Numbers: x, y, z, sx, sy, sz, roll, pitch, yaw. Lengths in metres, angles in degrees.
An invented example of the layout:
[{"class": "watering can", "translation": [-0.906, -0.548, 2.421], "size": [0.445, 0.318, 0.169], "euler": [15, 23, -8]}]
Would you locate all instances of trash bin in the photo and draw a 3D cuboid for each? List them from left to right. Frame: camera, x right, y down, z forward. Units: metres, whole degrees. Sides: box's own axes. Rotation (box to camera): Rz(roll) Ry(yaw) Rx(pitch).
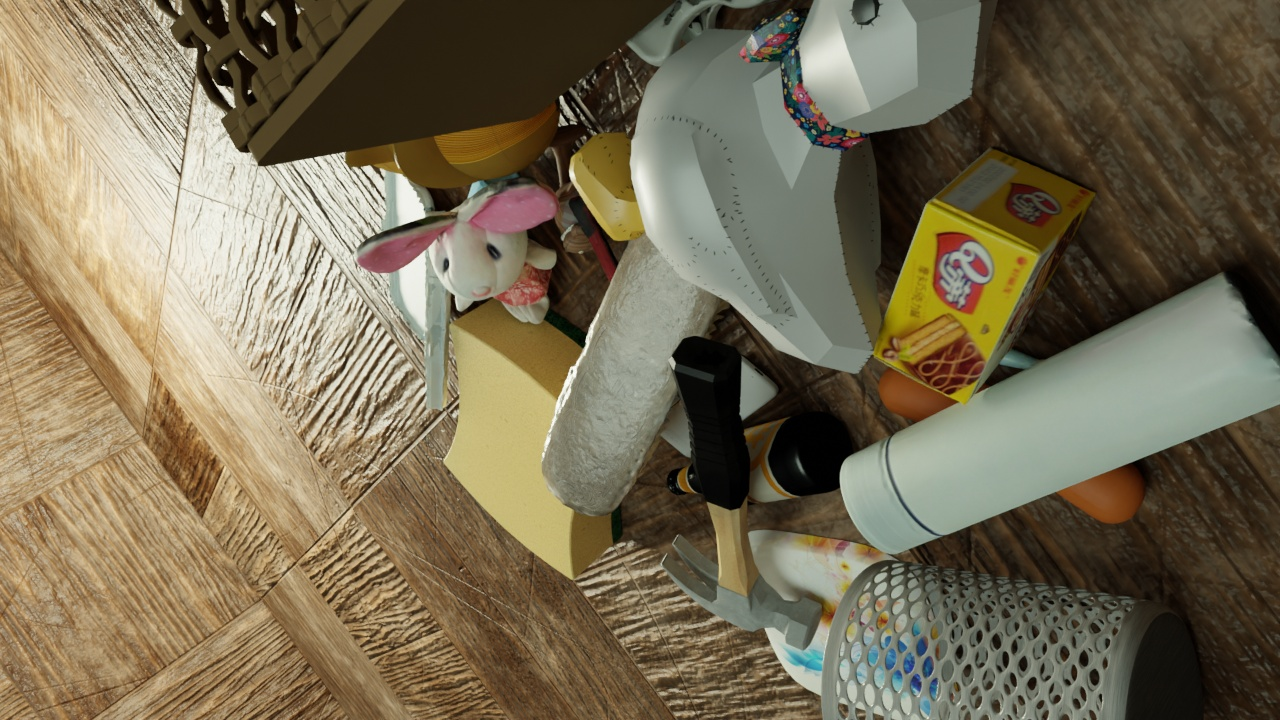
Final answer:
[{"class": "trash bin", "translation": [0.237, 0.216, 0.587], "size": [0.184, 0.156, 0.156], "euler": [-5, 115, 46]}]

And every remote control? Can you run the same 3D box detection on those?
[{"class": "remote control", "translation": [0.059, 0.040, 0.750], "size": [0.045, 0.008, 0.147], "euler": [40, 143, -3]}]

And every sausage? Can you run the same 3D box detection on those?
[{"class": "sausage", "translation": [0.222, 0.044, 0.558], "size": [0.164, 0.039, 0.045], "euler": [30, 135, 28]}]

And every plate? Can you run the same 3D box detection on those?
[{"class": "plate", "translation": [0.170, 0.230, 0.782], "size": [0.187, 0.016, 0.187], "euler": [-1, 117, 48]}]

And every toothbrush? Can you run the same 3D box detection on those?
[{"class": "toothbrush", "translation": [0.219, 0.000, 0.546], "size": [0.155, 0.022, 0.016], "euler": [23, 91, 34]}]

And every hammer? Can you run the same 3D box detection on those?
[{"class": "hammer", "translation": [0.064, 0.107, 0.679], "size": [0.131, 0.039, 0.329], "euler": [18, 144, 26]}]

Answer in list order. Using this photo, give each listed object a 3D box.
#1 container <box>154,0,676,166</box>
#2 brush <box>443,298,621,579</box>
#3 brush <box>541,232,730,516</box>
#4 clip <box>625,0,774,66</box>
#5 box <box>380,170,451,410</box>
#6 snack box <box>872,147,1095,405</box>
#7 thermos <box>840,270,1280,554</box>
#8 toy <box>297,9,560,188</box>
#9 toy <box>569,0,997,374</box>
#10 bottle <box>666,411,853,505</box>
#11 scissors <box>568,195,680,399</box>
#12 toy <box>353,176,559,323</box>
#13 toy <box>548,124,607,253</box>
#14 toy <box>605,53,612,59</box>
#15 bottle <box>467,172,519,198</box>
[{"class": "container", "translation": [-0.090, -0.258, 0.425], "size": [0.252, 0.218, 0.214], "euler": [-27, 93, 38]}, {"class": "brush", "translation": [-0.096, 0.076, 0.897], "size": [0.195, 0.075, 0.251], "euler": [38, 141, 20]}, {"class": "brush", "translation": [-0.004, 0.004, 0.688], "size": [0.083, 0.056, 0.272], "euler": [30, 120, 11]}, {"class": "clip", "translation": [0.037, -0.242, 0.521], "size": [0.124, 0.074, 0.144], "euler": [47, 138, 12]}, {"class": "box", "translation": [-0.216, -0.076, 0.909], "size": [0.210, 0.061, 0.192], "euler": [104, 151, -45]}, {"class": "snack box", "translation": [0.181, -0.045, 0.494], "size": [0.061, 0.083, 0.106], "euler": [33, 138, 24]}, {"class": "thermos", "translation": [0.215, 0.037, 0.491], "size": [0.231, 0.067, 0.068], "euler": [-35, 91, 37]}, {"class": "toy", "translation": [-0.149, -0.190, 0.665], "size": [0.203, 0.162, 0.199], "euler": [25, 156, 36]}, {"class": "toy", "translation": [0.075, -0.109, 0.481], "size": [0.268, 0.140, 0.247], "euler": [5, 116, 60]}, {"class": "bottle", "translation": [0.082, 0.085, 0.725], "size": [0.182, 0.059, 0.059], "euler": [-22, 101, 53]}, {"class": "scissors", "translation": [-0.004, -0.049, 0.723], "size": [0.146, 0.015, 0.188], "euler": [11, 120, -4]}, {"class": "toy", "translation": [-0.123, -0.083, 0.742], "size": [0.194, 0.159, 0.084], "euler": [55, -161, -70]}, {"class": "toy", "translation": [-0.051, -0.126, 0.716], "size": [0.055, 0.041, 0.102], "euler": [53, 155, 34]}, {"class": "toy", "translation": [-0.049, -0.258, 0.598], "size": [0.085, 0.074, 0.106], "euler": [55, 141, 20]}, {"class": "bottle", "translation": [-0.140, -0.120, 0.816], "size": [0.040, 0.040, 0.130], "euler": [47, 143, 9]}]
